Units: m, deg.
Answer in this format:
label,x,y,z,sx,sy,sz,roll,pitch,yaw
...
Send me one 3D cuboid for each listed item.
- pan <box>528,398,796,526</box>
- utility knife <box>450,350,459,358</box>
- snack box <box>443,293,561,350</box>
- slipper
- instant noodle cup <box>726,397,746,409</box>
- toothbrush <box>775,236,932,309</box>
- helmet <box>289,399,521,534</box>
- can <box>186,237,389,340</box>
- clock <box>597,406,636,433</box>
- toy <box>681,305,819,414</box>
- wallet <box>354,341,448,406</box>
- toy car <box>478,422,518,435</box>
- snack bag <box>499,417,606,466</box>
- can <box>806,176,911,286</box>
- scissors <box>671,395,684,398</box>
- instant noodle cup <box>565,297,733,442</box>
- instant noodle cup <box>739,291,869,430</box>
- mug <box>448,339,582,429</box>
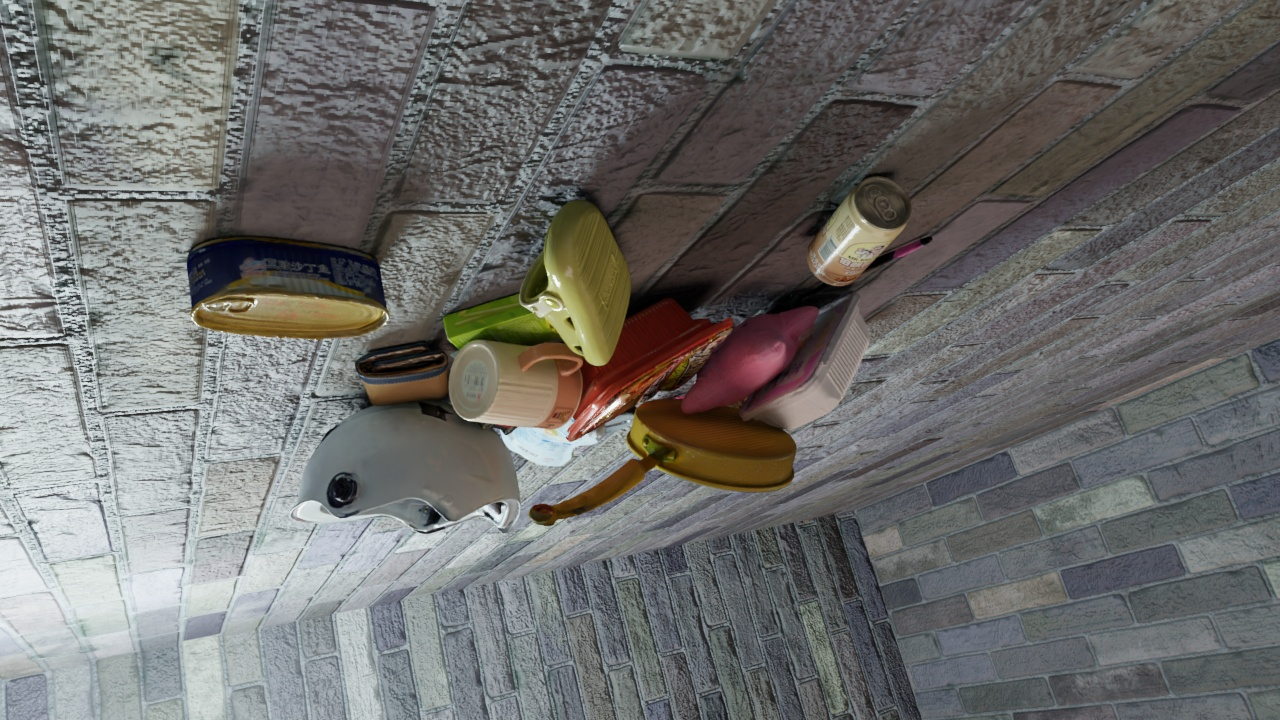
label,x,y,z,sx,sy,sz,roll,pitch,yaw
pan,0.025,0.114,1.004,0.198,0.078,0.356,23,-162,41
utility knife,-0.173,0.013,1.018,0.031,0.020,0.188,-13,170,7
snack box,-0.105,-0.041,0.902,0.156,0.026,0.086,-16,162,5
slipper,-0.060,-0.069,0.781,0.082,0.091,0.191,14,157,15
instant noodle cup,0.132,0.037,1.218,0.112,0.111,0.123,-16,171,1
toothbrush,0.235,-0.098,1.027,0.190,0.014,0.017,-24,151,26
helmet,-0.268,0.121,1.065,0.259,0.145,0.229,-3,164,16
can,-0.265,-0.053,0.698,0.148,0.049,0.075,3,155,-43
clock,-0.048,0.065,1.223,0.082,0.055,0.122,-13,163,-8
toy,0.124,-0.002,1.079,0.195,0.074,0.178,-38,-179,37
wallet,-0.246,0.018,0.961,0.090,0.033,0.115,-8,162,-12
toy car,-0.166,0.051,1.047,0.045,0.053,0.120,-45,166,5
snack bag,-0.118,0.088,1.189,0.038,0.110,0.191,-55,-172,-31
can,0.203,-0.119,0.862,0.058,0.058,0.116,-10,161,-16
scissors,0.022,0.075,1.377,0.133,0.017,0.131,-3,161,-23
instant noodle cup,-0.006,0.006,0.983,0.188,0.079,0.165,-31,171,-27
instant noodle cup,0.204,0.009,1.086,0.138,0.060,0.173,-34,-161,51
mug,-0.112,0.017,0.895,0.115,0.081,0.105,-33,153,34
